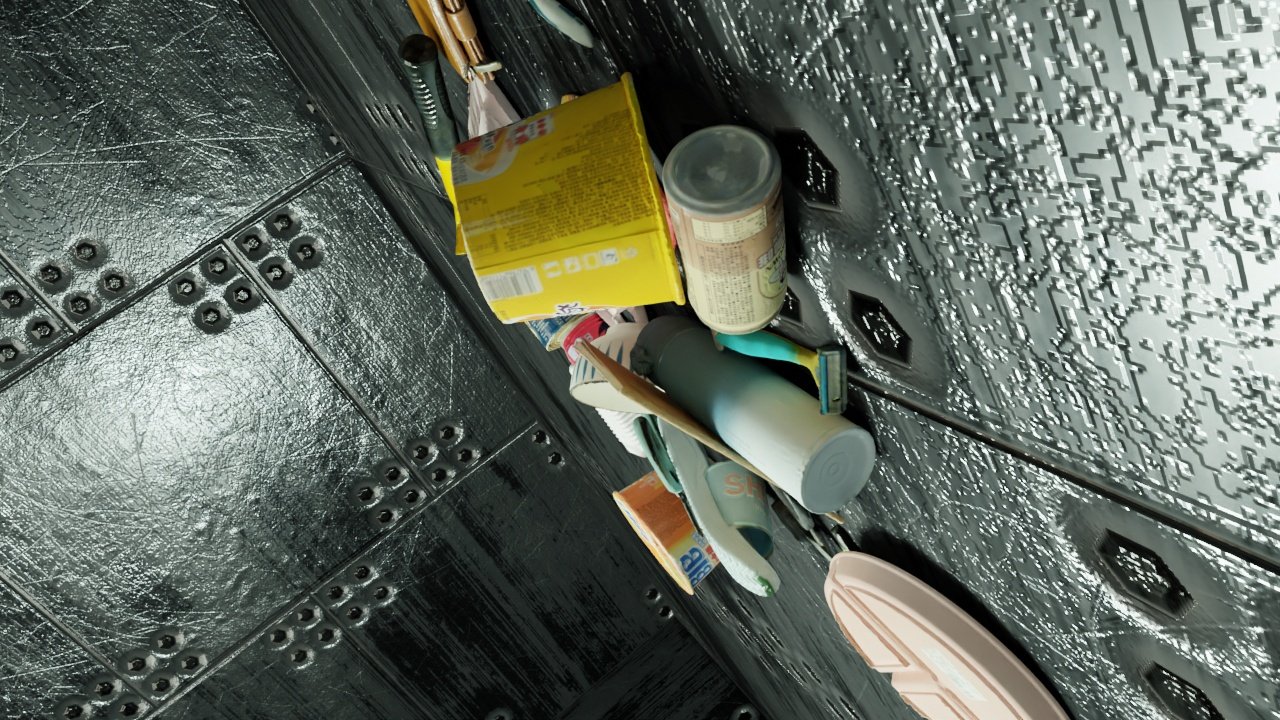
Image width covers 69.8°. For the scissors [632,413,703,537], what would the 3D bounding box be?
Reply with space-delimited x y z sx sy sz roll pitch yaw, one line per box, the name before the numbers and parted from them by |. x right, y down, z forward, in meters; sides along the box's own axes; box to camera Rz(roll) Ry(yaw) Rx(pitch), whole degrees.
scissors | 0.025 0.099 0.982 0.170 0.019 0.180 58 -173 -35

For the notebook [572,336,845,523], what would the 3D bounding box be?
notebook | 0.050 0.053 0.726 0.211 0.012 0.149 32 -177 -21

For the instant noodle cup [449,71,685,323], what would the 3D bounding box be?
instant noodle cup | -0.042 -0.086 0.537 0.138 0.110 0.138 -12 -92 -86

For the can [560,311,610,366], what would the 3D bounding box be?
can | -0.037 -0.002 1.008 0.094 0.066 0.066 49 168 17

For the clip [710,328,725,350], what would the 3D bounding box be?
clip | 0.057 -0.037 0.664 0.056 0.027 0.024 63 167 3

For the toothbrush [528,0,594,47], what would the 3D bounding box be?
toothbrush | -0.088 -0.247 0.589 0.191 0.018 0.016 47 167 29

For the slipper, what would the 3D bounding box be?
slipper | 0.086 0.128 0.916 0.104 0.074 0.245 58 -176 -47

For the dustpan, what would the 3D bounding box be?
dustpan | -0.083 -0.144 0.910 0.223 0.138 0.273 180 82 -79

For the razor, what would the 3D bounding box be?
razor | 0.090 -0.004 0.595 0.133 0.028 0.043 26 128 60

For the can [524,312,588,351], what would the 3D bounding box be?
can | -0.111 -0.075 1.057 0.111 0.075 0.075 50 169 9

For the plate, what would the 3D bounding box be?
plate | 0.231 0.241 0.713 0.229 0.028 0.230 43 162 17

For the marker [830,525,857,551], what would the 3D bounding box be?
marker | 0.203 0.194 0.788 0.124 0.015 0.018 55 168 2

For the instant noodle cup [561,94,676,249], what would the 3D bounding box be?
instant noodle cup | -0.055 -0.103 0.665 0.138 0.108 0.138 49 168 13

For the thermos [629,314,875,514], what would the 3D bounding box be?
thermos | 0.071 0.029 0.667 0.220 0.070 0.070 37 161 49

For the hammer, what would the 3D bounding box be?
hammer | -0.186 -0.203 0.880 0.301 0.033 0.128 97 161 -71

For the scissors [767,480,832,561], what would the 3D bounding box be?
scissors | 0.164 0.167 0.830 0.159 0.014 0.181 58 171 -28

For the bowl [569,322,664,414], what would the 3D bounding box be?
bowl | -0.005 0.005 0.851 0.116 0.116 0.066 94 -179 -73

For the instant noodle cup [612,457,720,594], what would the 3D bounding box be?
instant noodle cup | 0.055 0.182 1.085 0.151 0.111 0.151 50 168 14

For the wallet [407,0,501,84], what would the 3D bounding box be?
wallet | -0.165 -0.287 0.727 0.119 0.035 0.131 47 169 26

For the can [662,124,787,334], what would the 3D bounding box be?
can | 0.048 -0.067 0.491 0.058 0.058 0.116 46 167 29

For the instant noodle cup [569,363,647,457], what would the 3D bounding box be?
instant noodle cup | -0.021 0.047 1.114 0.173 0.060 0.138 53 169 -9
